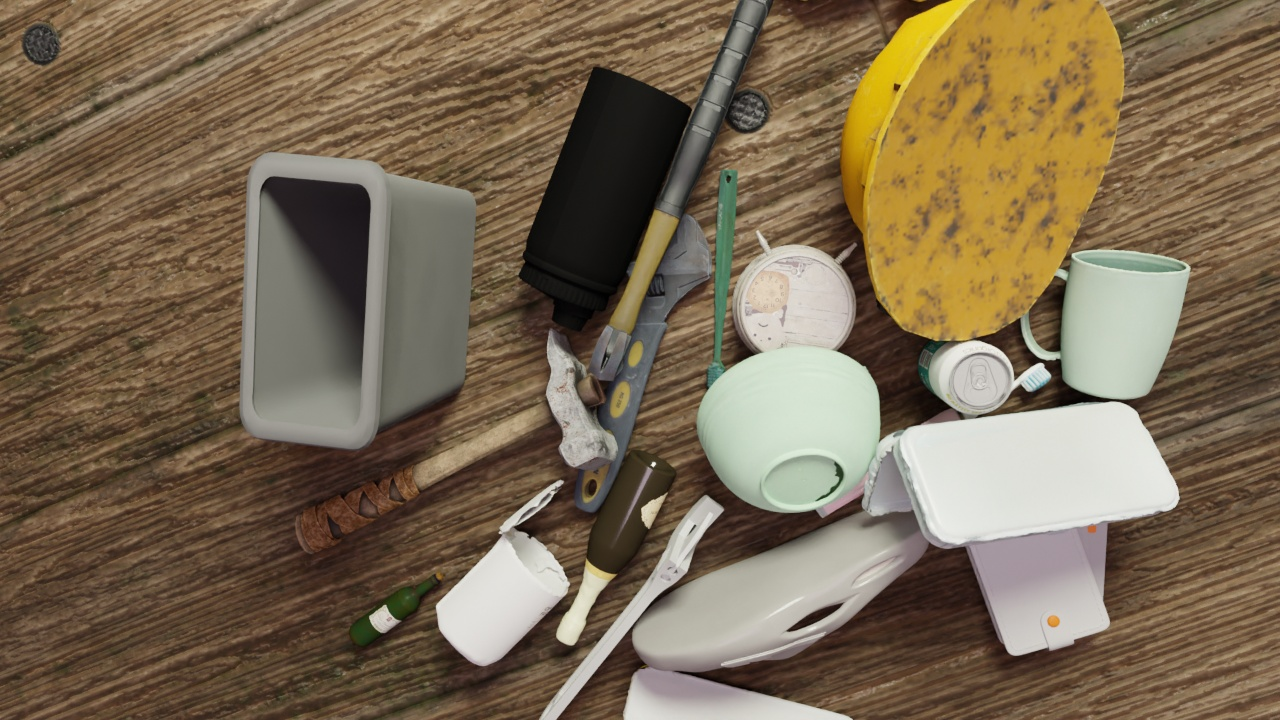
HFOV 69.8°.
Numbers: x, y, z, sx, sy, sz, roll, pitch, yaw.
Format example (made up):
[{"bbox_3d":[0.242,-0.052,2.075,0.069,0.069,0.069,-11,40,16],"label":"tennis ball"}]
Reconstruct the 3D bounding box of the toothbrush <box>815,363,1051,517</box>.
[{"bbox_3d":[0.241,0.066,0.771,0.223,0.027,0.026,-33,66,10],"label":"toothbrush"}]

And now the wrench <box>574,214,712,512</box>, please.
[{"bbox_3d":[-0.004,0.005,0.793,0.073,0.022,0.273,20,99,11],"label":"wrench"}]

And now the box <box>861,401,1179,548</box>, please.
[{"bbox_3d":[0.282,0.099,0.716,0.215,0.127,0.106,-4,64,-13],"label":"box"}]

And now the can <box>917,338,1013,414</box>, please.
[{"bbox_3d":[0.256,0.009,0.724,0.055,0.101,0.055,1,97,6],"label":"can"}]

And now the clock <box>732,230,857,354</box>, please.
[{"bbox_3d":[0.125,-0.023,0.755,0.103,0.061,0.157,8,96,6],"label":"clock"}]

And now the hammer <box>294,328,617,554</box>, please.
[{"bbox_3d":[-0.172,0.090,0.806,0.319,0.049,0.121,-27,71,14],"label":"hammer"}]

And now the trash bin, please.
[{"bbox_3d":[-0.205,-0.050,0.708,0.097,0.219,0.192,6,98,5],"label":"trash bin"}]

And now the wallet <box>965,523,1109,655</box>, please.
[{"bbox_3d":[0.345,0.179,0.770,0.115,0.037,0.118,-20,91,8],"label":"wallet"}]

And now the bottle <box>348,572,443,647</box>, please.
[{"bbox_3d":[-0.223,0.227,0.844,0.106,0.025,0.025,-37,92,10],"label":"bottle"}]

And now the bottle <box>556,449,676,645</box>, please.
[{"bbox_3d":[-0.028,0.168,0.805,0.045,0.045,0.185,26,99,2],"label":"bottle"}]

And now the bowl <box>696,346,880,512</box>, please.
[{"bbox_3d":[0.122,0.069,0.726,0.151,0.076,0.151,-2,132,-2],"label":"bowl"}]

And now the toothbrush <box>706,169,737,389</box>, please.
[{"bbox_3d":[0.069,-0.066,0.779,0.016,0.017,0.190,4,98,6],"label":"toothbrush"}]

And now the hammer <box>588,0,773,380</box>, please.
[{"bbox_3d":[0.031,-0.138,0.715,0.025,0.118,0.333,23,93,0],"label":"hammer"}]

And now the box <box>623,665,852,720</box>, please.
[{"bbox_3d":[0.084,0.350,0.816,0.210,0.057,0.117,13,97,5],"label":"box"}]

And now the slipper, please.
[{"bbox_3d":[0.127,0.210,0.772,0.266,0.113,0.080,-27,105,4],"label":"slipper"}]

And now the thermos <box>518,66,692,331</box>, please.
[{"bbox_3d":[-0.036,-0.126,0.747,0.086,0.086,0.199,23,99,3],"label":"thermos"}]

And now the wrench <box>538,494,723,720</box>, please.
[{"bbox_3d":[-0.014,0.226,0.807,0.018,0.086,0.274,36,110,1],"label":"wrench"}]

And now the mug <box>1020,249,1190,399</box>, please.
[{"bbox_3d":[0.360,-0.031,0.726,0.111,0.083,0.104,14,113,32],"label":"mug"}]

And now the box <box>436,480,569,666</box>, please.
[{"bbox_3d":[-0.106,0.183,0.799,0.166,0.083,0.092,-43,82,8],"label":"box"}]

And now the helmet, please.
[{"bbox_3d":[0.228,-0.157,0.689,0.205,0.131,0.256,-7,119,-19],"label":"helmet"}]
